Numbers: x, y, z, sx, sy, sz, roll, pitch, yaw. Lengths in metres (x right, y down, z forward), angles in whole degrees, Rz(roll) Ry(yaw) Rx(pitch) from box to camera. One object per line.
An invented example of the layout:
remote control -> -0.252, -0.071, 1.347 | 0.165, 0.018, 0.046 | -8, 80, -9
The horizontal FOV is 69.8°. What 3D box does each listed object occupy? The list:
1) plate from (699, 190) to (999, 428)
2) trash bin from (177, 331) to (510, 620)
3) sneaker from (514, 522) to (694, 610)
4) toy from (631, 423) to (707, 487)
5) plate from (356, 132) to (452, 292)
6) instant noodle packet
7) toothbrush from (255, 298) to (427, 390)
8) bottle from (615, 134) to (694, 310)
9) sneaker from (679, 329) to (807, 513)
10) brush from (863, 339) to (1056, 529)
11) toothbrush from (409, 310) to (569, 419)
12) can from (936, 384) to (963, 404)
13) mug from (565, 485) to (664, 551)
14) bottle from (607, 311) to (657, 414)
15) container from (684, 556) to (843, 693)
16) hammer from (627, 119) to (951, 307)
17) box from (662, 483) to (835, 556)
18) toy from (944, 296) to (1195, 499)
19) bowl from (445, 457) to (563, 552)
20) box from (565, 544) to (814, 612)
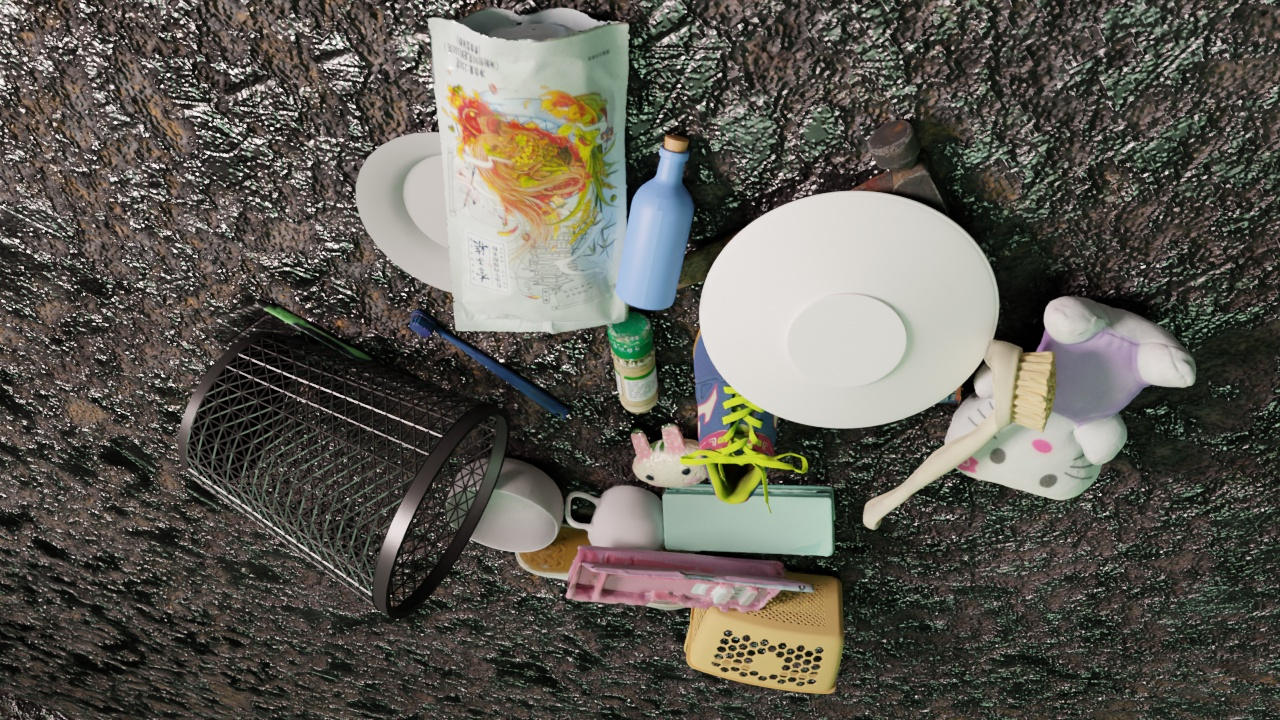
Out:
plate -> 0.159, -0.023, 0.714 | 0.229, 0.030, 0.230 | 5, 130, 6
trash bin -> -0.287, 0.095, 0.886 | 0.243, 0.216, 0.217 | 24, 140, 9
sneaker -> -0.035, 0.245, 1.124 | 0.235, 0.087, 0.079 | 12, 167, 1
toy -> 0.035, 0.108, 0.963 | 0.087, 0.050, 0.112 | -10, 129, 24
plate -> -0.148, -0.121, 0.761 | 0.173, 0.019, 0.173 | 7, 139, 6
instant noodle packet -> -0.079, -0.123, 0.690 | 0.147, 0.057, 0.270 | 0, 132, -3
toothbrush -> -0.300, -0.012, 0.927 | 0.188, 0.014, 0.017 | 31, 143, -21
bottle -> 0.015, -0.107, 0.703 | 0.048, 0.048, 0.131 | 12, 116, 0
sneaker -> 0.098, 0.046, 0.839 | 0.116, 0.090, 0.242 | 7, 139, 9
brush -> 0.260, 0.077, 0.776 | 0.077, 0.061, 0.273 | 40, 142, 12
toothbrush -> -0.148, 0.009, 0.911 | 0.190, 0.017, 0.016 | 36, 135, -25
can -> 0.243, -0.006, 0.774 | 0.059, 0.053, 0.100 | 0, 138, 12
mug -> -0.030, 0.188, 1.042 | 0.124, 0.076, 0.090 | 23, 138, -12
bottle -> -0.005, 0.005, 0.854 | 0.043, 0.042, 0.110 | 3, 140, 9
container -> 0.153, 0.341, 1.138 | 0.183, 0.129, 0.167 | 10, 130, 1
hammer -> 0.081, -0.082, 0.744 | 0.331, 0.033, 0.120 | -17, 133, 30
box -> 0.122, 0.167, 1.023 | 0.189, 0.079, 0.077 | -2, 97, 16
toy -> 0.346, 0.033, 0.771 | 0.138, 0.085, 0.210 | 24, 138, 7
bowl -> -0.151, 0.156, 1.044 | 0.132, 0.064, 0.132 | 7, 139, 6
box -> 0.047, 0.228, 0.979 | 0.232, 0.055, 0.180 | 8, 157, -12
